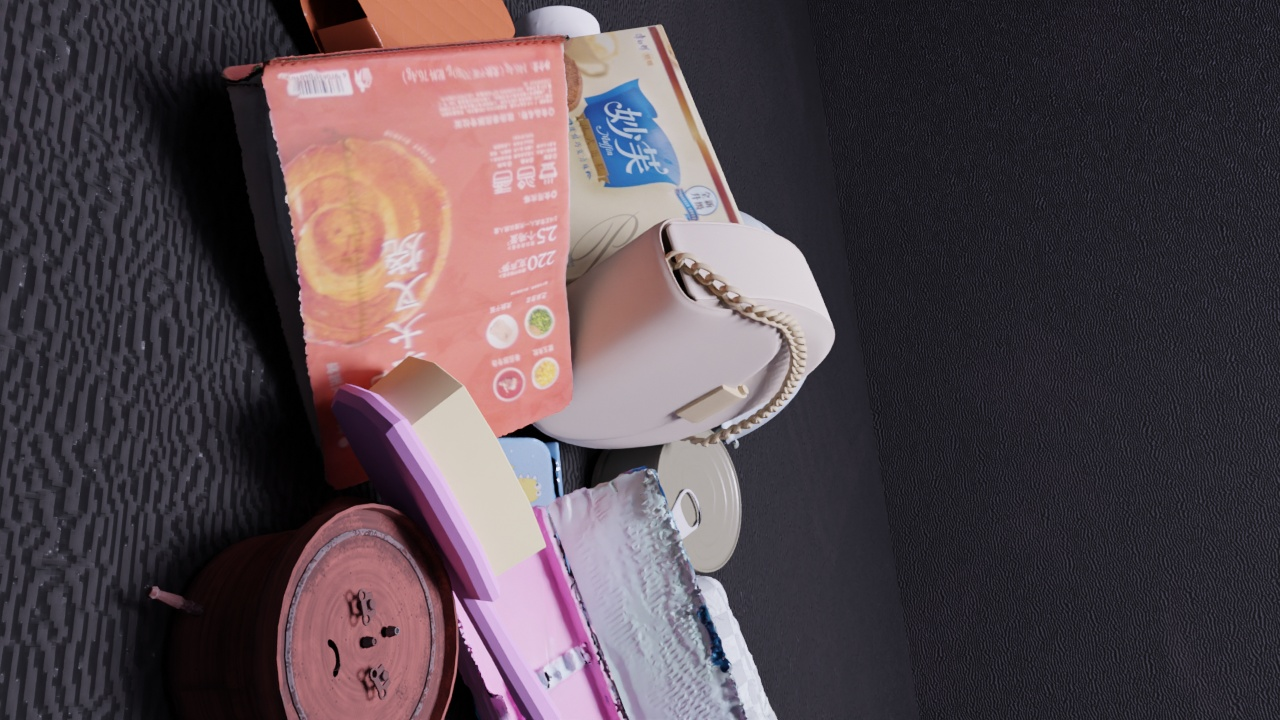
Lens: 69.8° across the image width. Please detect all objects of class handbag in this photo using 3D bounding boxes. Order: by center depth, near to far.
[{"bbox_3d":[-0.152,-0.226,0.593,0.171,0.060,0.109,-72,150,-48],"label":"handbag"},{"bbox_3d":[0.022,-0.015,0.653,0.208,0.211,0.103,17,49,-51],"label":"handbag"},{"bbox_3d":[0.034,0.271,0.755,0.123,0.113,0.171,-14,79,-36],"label":"handbag"}]

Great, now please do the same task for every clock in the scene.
[{"bbox_3d":[-0.139,0.127,0.423,0.157,0.072,0.120,-6,85,-69],"label":"clock"}]

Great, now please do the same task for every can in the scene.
[{"bbox_3d":[0.024,0.122,0.801,0.127,0.073,0.127,23,61,-49],"label":"can"}]

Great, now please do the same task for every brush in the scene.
[{"bbox_3d":[-0.084,0.103,0.483,0.043,0.089,0.229,-37,118,-28],"label":"brush"}]

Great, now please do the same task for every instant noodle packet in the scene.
[{"bbox_3d":[-0.110,-0.053,0.495,0.164,0.084,0.221,-20,112,-36],"label":"instant noodle packet"}]

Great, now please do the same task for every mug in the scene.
[{"bbox_3d":[-0.068,-0.236,0.790,0.082,0.083,0.106,21,59,-66],"label":"mug"}]

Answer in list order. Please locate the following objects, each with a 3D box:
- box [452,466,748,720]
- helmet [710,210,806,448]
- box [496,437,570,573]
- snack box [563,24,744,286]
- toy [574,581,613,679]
[{"bbox_3d":[-0.028,0.194,0.574,0.066,0.158,0.230,172,-103,-77],"label":"box"},{"bbox_3d":[0.088,-0.046,0.898,0.264,0.163,0.237,-119,-174,-69],"label":"helmet"},{"bbox_3d":[-0.068,0.158,0.629,0.120,0.049,0.209,23,57,-65],"label":"box"},{"bbox_3d":[-0.027,-0.148,0.687,0.055,0.153,0.207,110,-36,-65],"label":"snack box"},{"bbox_3d":[-0.029,0.192,0.706,0.093,0.050,0.102,70,22,-55],"label":"toy"}]
